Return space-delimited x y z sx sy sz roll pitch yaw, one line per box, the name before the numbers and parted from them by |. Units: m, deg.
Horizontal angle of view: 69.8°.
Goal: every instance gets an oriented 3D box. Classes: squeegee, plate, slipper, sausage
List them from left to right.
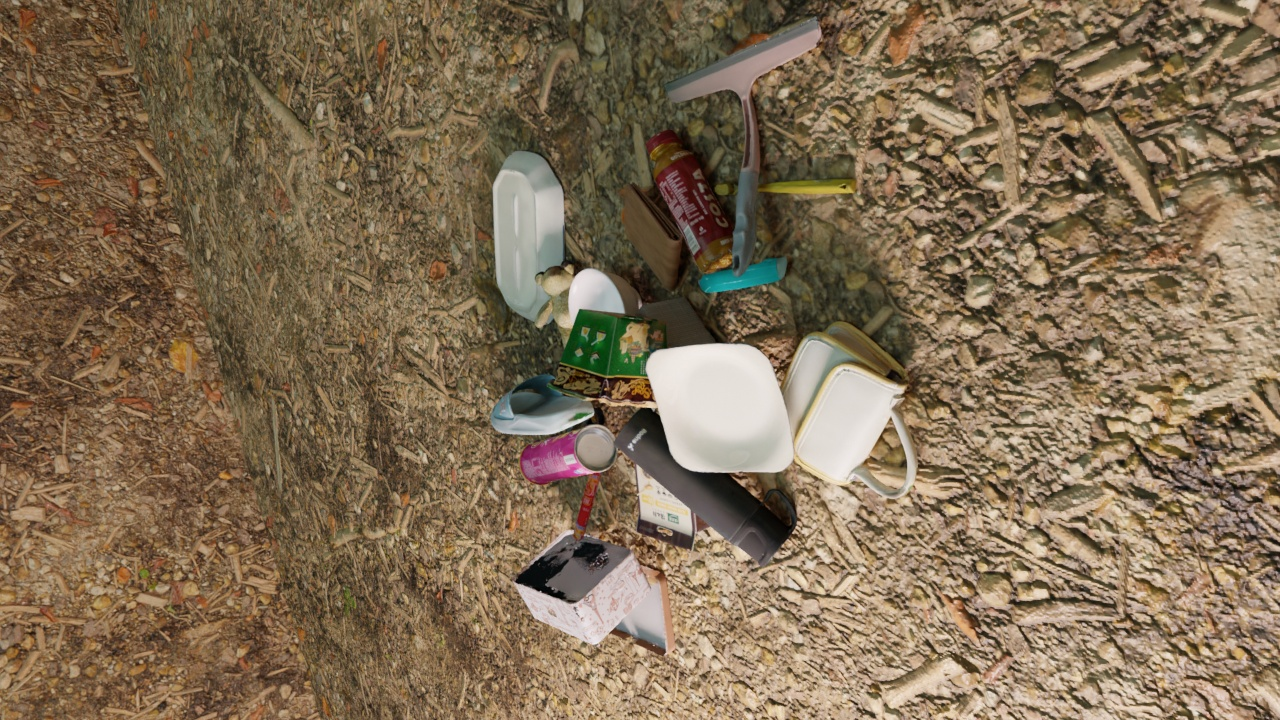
plate | -0.178 -0.183 1.397 0.162 0.034 0.266 24 120 43
slipper | -0.155 0.064 1.376 0.246 0.103 0.074 0 109 58
sausage | -0.076 0.202 1.385 0.020 0.020 0.156 13 87 46
plate | 0.095 0.051 1.049 0.164 0.034 0.164 -4 112 33
squeegee | 0.117 -0.217 1.025 0.248 0.040 0.249 -2 88 53

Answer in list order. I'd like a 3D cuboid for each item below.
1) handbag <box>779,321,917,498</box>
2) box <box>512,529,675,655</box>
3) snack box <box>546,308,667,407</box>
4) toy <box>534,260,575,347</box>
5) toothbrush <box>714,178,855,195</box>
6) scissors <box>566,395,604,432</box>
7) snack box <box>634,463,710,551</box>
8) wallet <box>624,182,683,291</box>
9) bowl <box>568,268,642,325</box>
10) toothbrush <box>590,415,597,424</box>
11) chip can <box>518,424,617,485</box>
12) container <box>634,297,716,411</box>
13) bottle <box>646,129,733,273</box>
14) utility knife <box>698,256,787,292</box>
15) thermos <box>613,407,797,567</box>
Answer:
handbag | 0.231 0.067 0.999 0.179 0.063 0.164 41 133 27
box | -0.060 0.374 1.391 0.183 0.156 0.193 3 123 51
snack box | -0.030 -0.006 1.109 0.118 0.118 0.105 15 97 50
toy | -0.100 -0.065 1.337 0.105 0.066 0.157 -19 93 18
toothbrush | 0.156 -0.192 1.021 0.190 0.016 0.016 11 110 47
scissors | -0.097 0.077 1.398 0.159 0.014 0.176 35 134 50
snack box | 0.044 0.182 1.257 0.113 0.053 0.126 9 110 47
wallet | 0.014 -0.158 1.171 0.115 0.020 0.101 54 159 25
bowl | -0.037 -0.073 1.250 0.118 0.064 0.118 21 119 43
toothbrush | -0.083 0.029 1.376 0.018 0.016 0.191 7 110 66
chip can | -0.112 0.145 1.388 0.211 0.071 0.071 -22 86 58
container | 0.039 -0.011 1.168 0.114 0.090 0.090 60 138 19
bottle | 0.060 -0.192 1.099 0.058 0.057 0.175 -37 75 49
utility knife | 0.121 -0.101 1.099 0.157 0.013 0.029 -6 96 52
thermos | 0.086 0.149 1.154 0.242 0.068 0.090 38 92 12
